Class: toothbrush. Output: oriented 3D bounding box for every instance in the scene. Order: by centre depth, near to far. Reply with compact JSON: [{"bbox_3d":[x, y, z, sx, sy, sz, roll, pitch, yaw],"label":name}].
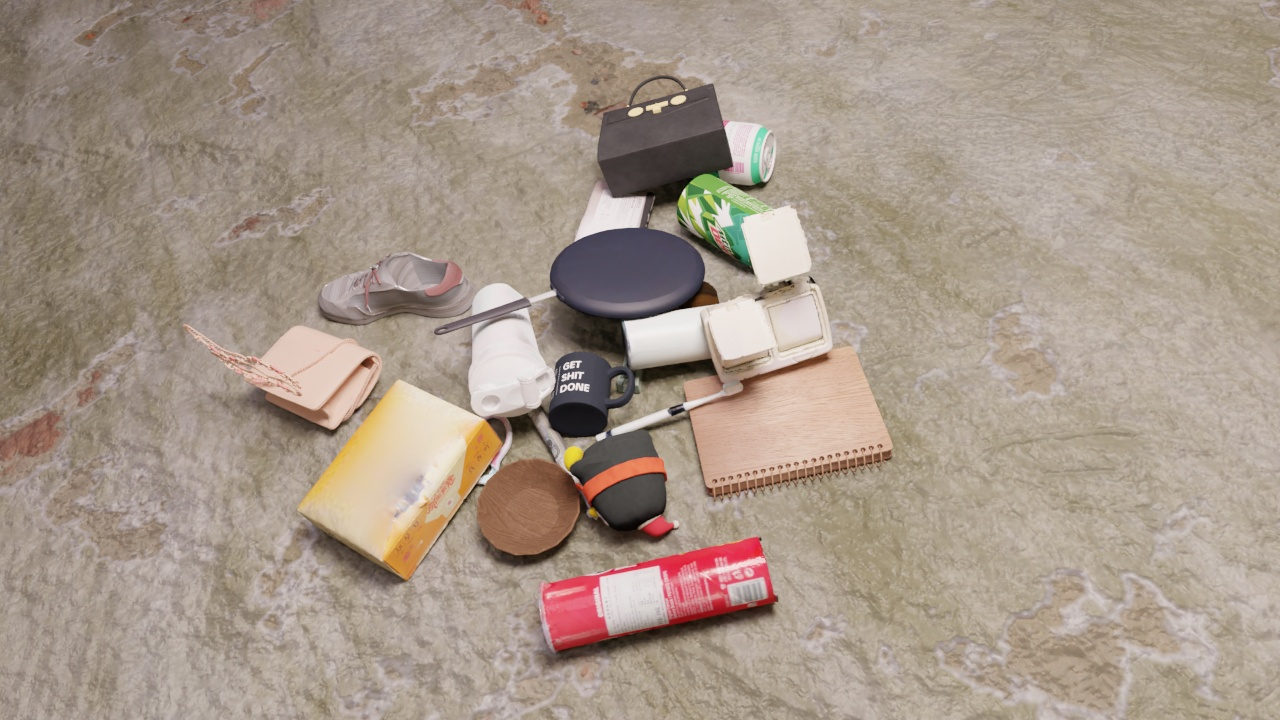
[{"bbox_3d":[-0.089,0.120,1.083,0.022,0.024,0.185,-54,47,22],"label":"toothbrush"},{"bbox_3d":[0.032,0.060,1.087,0.187,0.017,0.012,-21,48,9],"label":"toothbrush"}]

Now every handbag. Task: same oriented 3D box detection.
[{"bbox_3d":[-0.434,-0.013,1.163,0.199,0.187,0.116,18,63,31],"label":"handbag"},{"bbox_3d":[0.030,-0.347,1.320,0.176,0.072,0.195,-12,52,11],"label":"handbag"}]

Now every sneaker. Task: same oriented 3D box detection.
[{"bbox_3d":[-0.355,-0.112,1.293,0.236,0.089,0.099,-3,50,10],"label":"sneaker"}]

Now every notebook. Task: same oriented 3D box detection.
[{"bbox_3d":[0.167,0.072,1.066,0.210,0.022,0.168,-12,48,2],"label":"notebook"}]

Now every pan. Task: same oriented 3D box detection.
[{"bbox_3d":[-0.087,-0.093,1.147,0.355,0.021,0.198,-20,42,-19],"label":"pan"}]

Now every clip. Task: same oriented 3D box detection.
[{"bbox_3d":[-0.009,0.006,1.160,0.047,0.023,0.076,4,54,14],"label":"clip"}]

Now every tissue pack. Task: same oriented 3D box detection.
[{"bbox_3d":[-0.046,-0.171,1.298,0.104,0.071,0.181,11,55,2],"label":"tissue pack"}]

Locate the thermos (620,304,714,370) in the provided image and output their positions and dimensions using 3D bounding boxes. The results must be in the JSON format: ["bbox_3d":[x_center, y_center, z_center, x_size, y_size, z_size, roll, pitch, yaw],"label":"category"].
[{"bbox_3d":[0.093,-0.036,1.127,0.230,0.068,0.067,-8,49,-2],"label":"thermos"}]

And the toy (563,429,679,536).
[{"bbox_3d":[-0.016,0.139,1.005,0.100,0.097,0.119,-28,65,13],"label":"toy"}]

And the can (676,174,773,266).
[{"bbox_3d":[0.125,-0.190,1.253,0.083,0.083,0.144,-39,53,-19],"label":"can"}]

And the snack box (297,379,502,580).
[{"bbox_3d":[-0.279,0.131,1.065,0.145,0.081,0.194,21,65,27],"label":"snack box"}]

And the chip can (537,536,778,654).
[{"bbox_3d":[0.018,0.235,0.929,0.233,0.073,0.073,-13,49,1],"label":"chip can"}]

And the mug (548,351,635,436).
[{"bbox_3d":[-0.056,0.038,1.106,0.105,0.071,0.077,-12,48,18],"label":"mug"}]

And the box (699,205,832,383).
[{"bbox_3d":[0.137,-0.060,1.026,0.143,0.194,0.101,-19,26,3],"label":"box"}]

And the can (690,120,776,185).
[{"bbox_3d":[0.110,-0.310,1.354,0.166,0.088,0.088,12,54,21],"label":"can"}]

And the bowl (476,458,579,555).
[{"bbox_3d":[-0.124,0.169,1.036,0.118,0.030,0.117,-2,58,3],"label":"bowl"}]

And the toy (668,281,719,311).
[{"bbox_3d":[0.052,-0.069,1.185,0.100,0.063,0.076,-6,85,-11],"label":"toy"}]

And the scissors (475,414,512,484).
[{"bbox_3d":[-0.179,0.124,1.105,0.173,0.014,0.158,15,56,24],"label":"scissors"}]

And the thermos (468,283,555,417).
[{"bbox_3d":[-0.168,-0.016,1.146,0.099,0.099,0.220,-17,35,-1],"label":"thermos"}]
